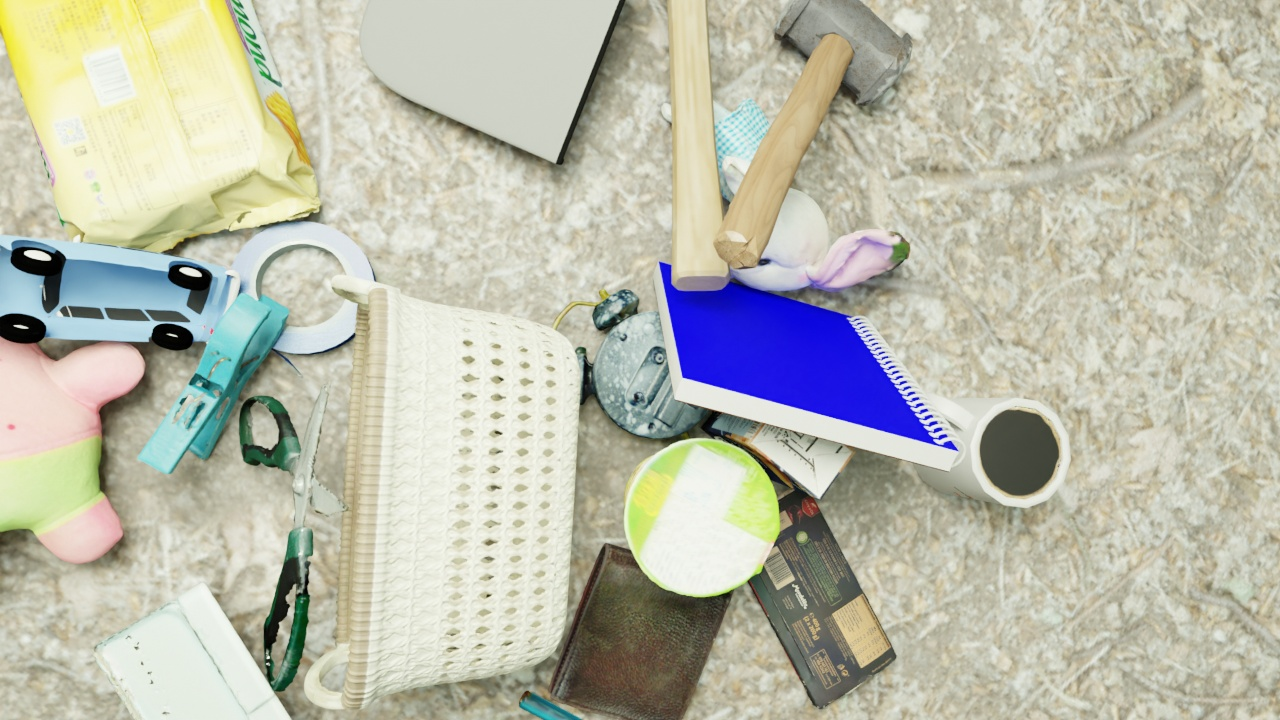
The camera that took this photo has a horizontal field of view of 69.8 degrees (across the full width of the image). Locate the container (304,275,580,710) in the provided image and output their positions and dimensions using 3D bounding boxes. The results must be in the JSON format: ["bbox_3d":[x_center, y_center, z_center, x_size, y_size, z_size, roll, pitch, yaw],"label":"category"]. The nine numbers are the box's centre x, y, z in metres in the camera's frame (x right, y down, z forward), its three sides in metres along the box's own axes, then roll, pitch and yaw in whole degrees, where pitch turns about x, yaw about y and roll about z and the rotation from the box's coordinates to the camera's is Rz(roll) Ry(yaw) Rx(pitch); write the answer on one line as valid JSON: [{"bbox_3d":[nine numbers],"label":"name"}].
[{"bbox_3d":[-0.124,0.077,0.564,0.142,0.185,0.246,4,90,-20],"label":"container"}]

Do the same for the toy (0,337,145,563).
[{"bbox_3d":[-0.407,0.020,0.559,0.191,0.097,0.236,-15,83,-23],"label":"toy"}]

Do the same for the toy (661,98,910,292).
[{"bbox_3d":[0.084,-0.110,0.650,0.205,0.131,0.106,43,102,7],"label":"toy"}]

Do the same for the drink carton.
[{"bbox_3d":[0.089,0.054,0.621,0.064,0.130,0.040,39,84,-7],"label":"drink carton"}]

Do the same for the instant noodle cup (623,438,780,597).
[{"bbox_3d":[0.030,0.100,0.620,0.099,0.108,0.099,0,88,-10],"label":"instant noodle cup"}]

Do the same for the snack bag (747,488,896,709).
[{"bbox_3d":[0.126,0.174,0.679,0.074,0.018,0.155,-28,93,-9],"label":"snack bag"}]

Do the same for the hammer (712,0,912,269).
[{"bbox_3d":[0.104,-0.159,0.589,0.098,0.052,0.327,36,46,-6],"label":"hammer"}]

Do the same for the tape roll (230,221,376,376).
[{"bbox_3d":[-0.230,-0.049,0.628,0.093,0.016,0.091,-44,95,-9],"label":"tape roll"}]

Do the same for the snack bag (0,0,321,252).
[{"bbox_3d":[-0.324,-0.190,0.592,0.159,0.068,0.247,-20,91,-9],"label":"snack bag"}]

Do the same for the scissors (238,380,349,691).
[{"bbox_3d":[-0.219,0.081,0.558,0.015,0.204,0.202,4,117,-37],"label":"scissors"}]

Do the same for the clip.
[{"bbox_3d":[-0.268,0.013,0.571,0.028,0.113,0.126,32,82,-7],"label":"clip"}]

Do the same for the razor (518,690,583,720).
[{"bbox_3d":[-0.021,0.271,0.651,0.144,0.022,0.042,27,47,-3],"label":"razor"}]

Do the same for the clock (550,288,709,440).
[{"bbox_3d":[-0.004,0.004,0.647,0.129,0.052,0.090,30,83,-8],"label":"clock"}]

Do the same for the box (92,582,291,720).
[{"bbox_3d":[-0.260,0.243,0.586,0.126,0.075,0.197,-31,92,10],"label":"box"}]

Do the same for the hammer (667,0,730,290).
[{"bbox_3d":[0.033,-0.199,0.614,0.117,0.051,0.322,-1,70,-2],"label":"hammer"}]

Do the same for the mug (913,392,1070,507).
[{"bbox_3d":[0.240,0.057,0.667,0.105,0.090,0.073,34,82,-7],"label":"mug"}]

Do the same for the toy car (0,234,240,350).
[{"bbox_3d":[-0.326,-0.042,0.555,0.055,0.153,0.056,37,110,35],"label":"toy car"}]

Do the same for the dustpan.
[{"bbox_3d":[-0.139,-0.259,0.622,0.257,0.033,0.163,24,102,1],"label":"dustpan"}]

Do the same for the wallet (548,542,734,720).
[{"bbox_3d":[0.000,0.197,0.649,0.099,0.031,0.120,19,94,-9],"label":"wallet"}]

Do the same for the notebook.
[{"bbox_3d":[0.097,-0.004,0.592,0.171,0.208,0.022,15,112,-9],"label":"notebook"}]
